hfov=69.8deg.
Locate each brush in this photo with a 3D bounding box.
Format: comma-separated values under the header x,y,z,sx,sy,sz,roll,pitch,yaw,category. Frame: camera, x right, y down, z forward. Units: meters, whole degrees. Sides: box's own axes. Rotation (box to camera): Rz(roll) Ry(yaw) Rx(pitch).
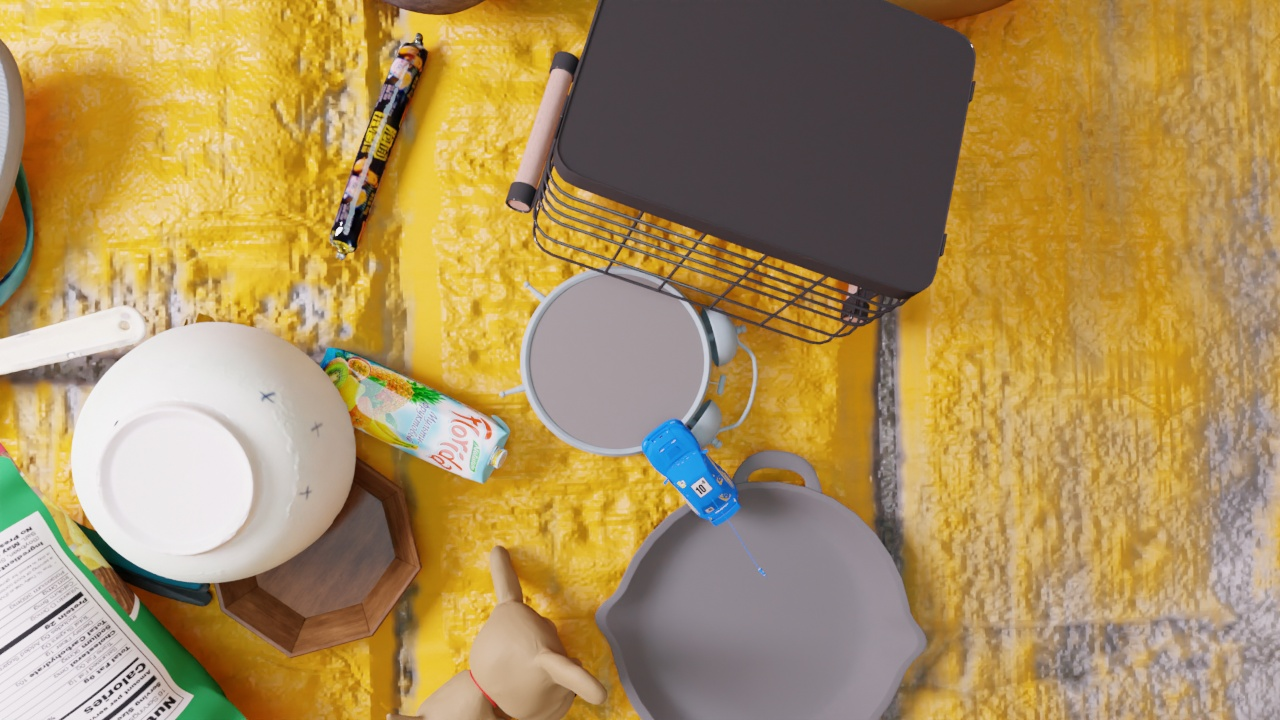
x,y,z,sx,sy,sz,roll,pitch,yaw,category
-0.392,0.003,0.538,0.218,0.012,0.033,-13,101,4,brush

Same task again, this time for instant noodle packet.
x,y,z,sx,sy,sz,roll,pitch,yaw,category
-0.359,0.190,0.526,0.196,0.090,0.253,-33,103,6,instant noodle packet

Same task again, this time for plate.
x,y,z,sx,sy,sz,roll,pitch,yaw,category
-0.204,0.118,0.580,0.131,0.025,0.131,0,89,-5,plate

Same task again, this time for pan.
x,y,z,sx,sy,sz,roll,pitch,yaw,category
0.073,0.237,0.602,0.216,0.024,0.354,6,88,-5,pan

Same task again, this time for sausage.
x,y,z,sx,sy,sz,roll,pitch,yaw,category
-0.169,-0.138,0.590,0.020,0.020,0.155,20,87,-4,sausage

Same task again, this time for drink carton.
x,y,z,sx,sy,sz,roll,pitch,yaw,category
-0.144,0.035,0.580,0.129,0.038,0.044,26,87,-4,drink carton

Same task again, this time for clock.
x,y,z,sx,sy,sz,roll,pitch,yaw,category
-0.003,0.003,0.590,0.159,0.045,0.122,12,89,-3,clock

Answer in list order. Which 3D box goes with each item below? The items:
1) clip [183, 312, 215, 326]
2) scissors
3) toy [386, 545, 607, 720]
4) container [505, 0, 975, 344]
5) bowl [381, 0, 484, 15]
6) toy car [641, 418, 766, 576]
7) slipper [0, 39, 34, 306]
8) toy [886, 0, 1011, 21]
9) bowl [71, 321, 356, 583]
x,y,z,sx,sy,sz,roll,pitch,yaw,category
-0.273,0.002,0.572,0.039,0.053,0.047,-32,121,-4,clip
-0.329,0.113,0.558,0.138,0.129,0.019,-5,45,27,scissors
-0.085,0.197,0.559,0.108,0.134,0.106,-44,135,-5,toy
0.058,-0.121,0.534,0.241,0.130,0.162,18,74,-9,container
-0.133,-0.260,0.554,0.145,0.067,0.144,14,45,-14,bowl
0.042,0.084,0.554,0.033,0.062,0.092,-38,116,4,toy car
-0.429,-0.070,0.559,0.098,0.054,0.269,17,99,-2,slipper
0.163,-0.261,0.558,0.203,0.163,0.198,-24,53,-9,toy
-0.245,0.058,0.515,0.153,0.073,0.153,-1,99,-4,bowl
